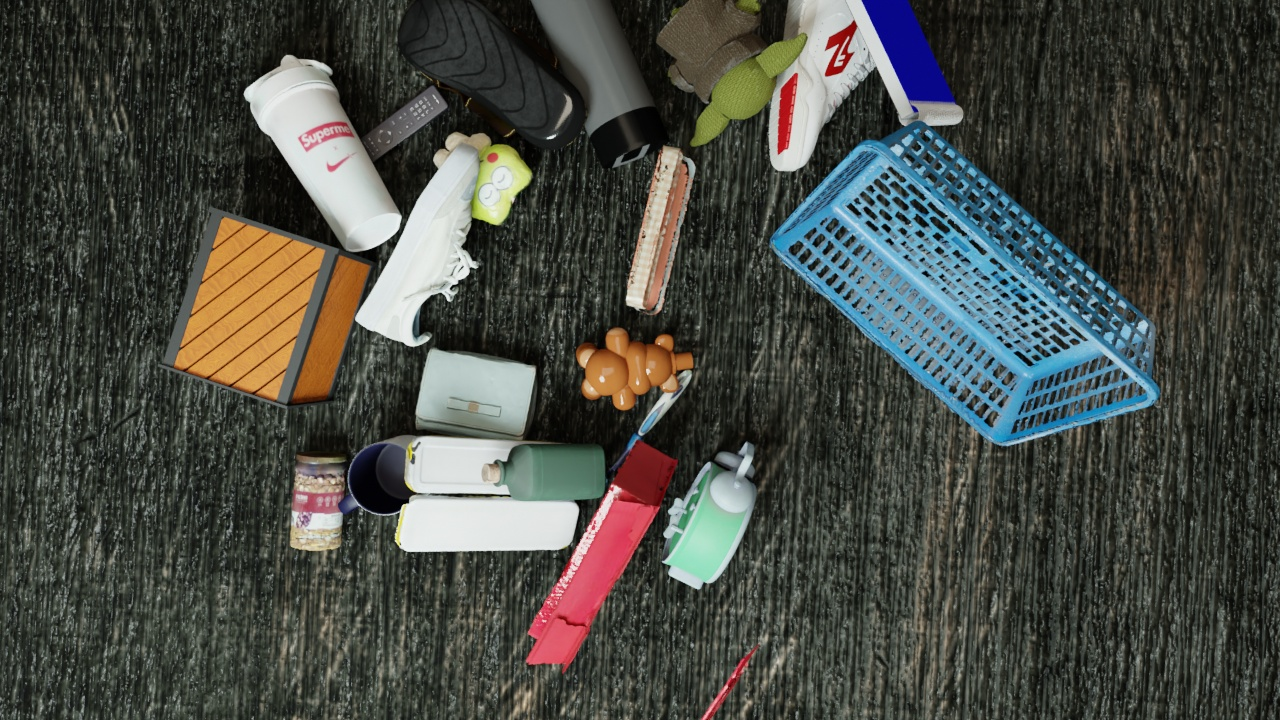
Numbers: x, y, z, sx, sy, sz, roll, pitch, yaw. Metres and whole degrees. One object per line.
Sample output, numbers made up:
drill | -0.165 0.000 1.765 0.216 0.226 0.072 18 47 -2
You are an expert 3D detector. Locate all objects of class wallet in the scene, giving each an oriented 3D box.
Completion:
wallet | -0.186 0.043 1.051 0.131 0.054 0.100 9 91 -4

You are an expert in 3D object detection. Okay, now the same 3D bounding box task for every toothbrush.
toothbrush | 0.000 0.085 1.062 0.016 0.017 0.189 38 91 1

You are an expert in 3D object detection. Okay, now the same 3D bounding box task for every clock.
clock | 0.080 0.159 1.003 0.075 0.121 0.162 26 109 -1

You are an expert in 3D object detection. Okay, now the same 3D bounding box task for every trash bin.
trash bin | -0.400 -0.054 1.005 0.140 0.139 0.172 18 90 0

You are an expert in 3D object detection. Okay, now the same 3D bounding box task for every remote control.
remote control | -0.284 -0.266 1.065 0.136 0.015 0.032 -36 90 3

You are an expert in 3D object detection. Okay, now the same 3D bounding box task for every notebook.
notebook | 0.278 -0.328 0.974 0.022 0.208 0.171 -25 89 34

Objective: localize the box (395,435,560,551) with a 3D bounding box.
box | -0.161 0.148 1.010 0.209 0.036 0.129 6 93 -33

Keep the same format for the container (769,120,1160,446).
container | 0.333 -0.078 0.957 0.362 0.258 0.089 42 70 0

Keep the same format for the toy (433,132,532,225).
toy | -0.184 -0.214 1.050 0.115 0.046 0.092 37 99 8

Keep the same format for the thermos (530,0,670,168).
thermos | -0.051 -0.338 1.029 0.082 0.082 0.240 -23 90 0

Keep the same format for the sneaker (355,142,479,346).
sneaker | -0.224 -0.123 1.023 0.090 0.089 0.243 29 107 -12

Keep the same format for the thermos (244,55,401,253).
thermos | -0.346 -0.231 1.017 0.099 0.099 0.220 -33 82 0

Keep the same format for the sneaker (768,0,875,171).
sneaker | 0.213 -0.326 1.031 0.104 0.090 0.236 9 88 -8

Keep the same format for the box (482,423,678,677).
box | -0.041 0.198 0.973 0.153 0.164 0.215 11 114 -40

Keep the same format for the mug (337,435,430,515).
mug | -0.286 0.135 1.026 0.112 0.097 0.078 -34 90 0

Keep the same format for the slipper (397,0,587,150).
slipper | -0.163 -0.323 1.032 0.268 0.075 0.113 37 105 16

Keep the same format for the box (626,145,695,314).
box | 0.021 -0.145 1.036 0.042 0.082 0.187 14 92 12

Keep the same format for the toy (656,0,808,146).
toy | 0.089 -0.340 1.018 0.180 0.078 0.152 -38 86 39

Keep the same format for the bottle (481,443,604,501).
bottle | -0.107 0.121 0.990 0.131 0.061 0.061 3 81 -33

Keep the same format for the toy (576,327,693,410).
toy | -0.006 0.006 1.048 0.127 0.065 0.095 -8 98 -8

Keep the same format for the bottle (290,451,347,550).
bottle | -0.367 0.159 1.047 0.056 0.056 0.105 4 91 1
